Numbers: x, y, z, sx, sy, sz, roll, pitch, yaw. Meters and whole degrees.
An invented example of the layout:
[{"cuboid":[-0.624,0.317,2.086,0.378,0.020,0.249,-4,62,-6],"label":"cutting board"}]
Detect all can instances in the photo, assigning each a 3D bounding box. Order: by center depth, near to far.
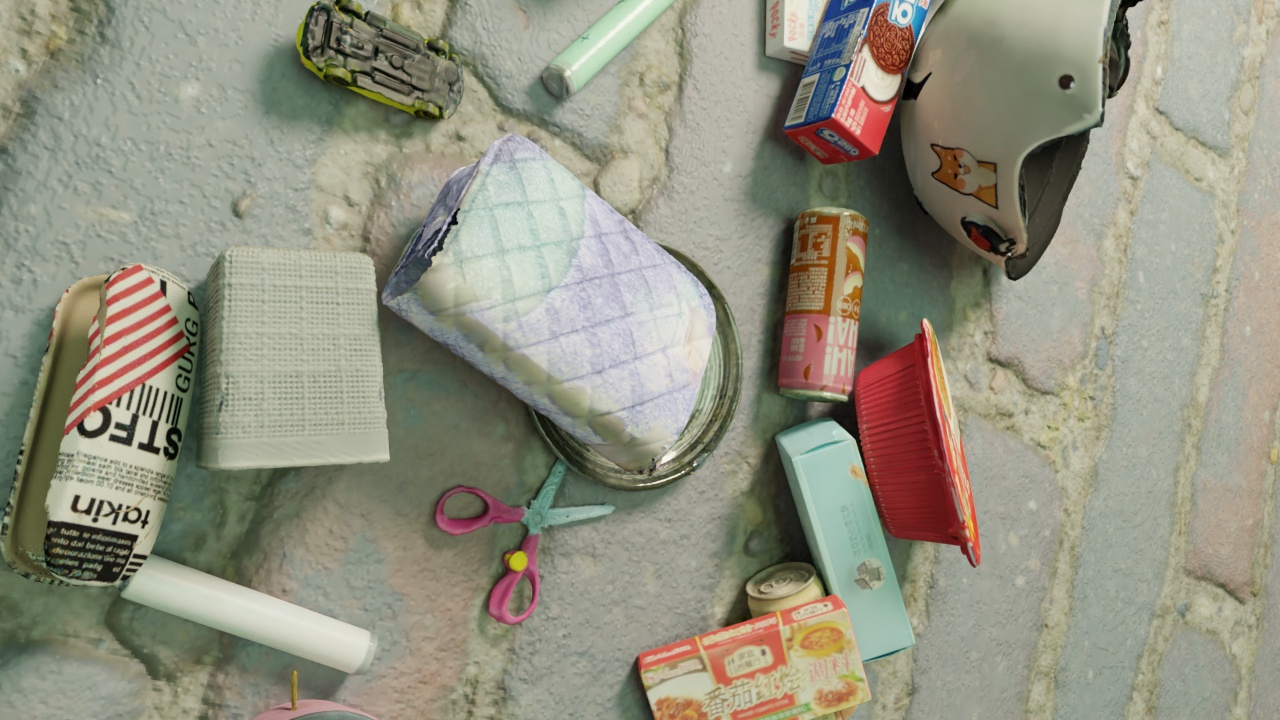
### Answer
[{"cuboid":[0.123,0.218,0.700,0.058,0.059,0.116,-24,101,-29],"label":"can"},{"cuboid":[0.142,-0.042,0.716,0.057,0.058,0.147,10,84,-30],"label":"can"}]

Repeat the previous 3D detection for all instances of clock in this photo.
[{"cuboid":[-0.179,0.265,0.523,0.117,0.060,0.158,-43,108,-25],"label":"clock"}]

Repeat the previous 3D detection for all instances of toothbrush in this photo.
[{"cuboid":[-0.249,0.127,0.503,0.221,0.026,0.027,30,99,-26],"label":"toothbrush"},{"cuboid":[0.010,-0.264,0.661,0.224,0.027,0.026,-49,125,-21],"label":"toothbrush"}]

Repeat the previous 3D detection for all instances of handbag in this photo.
[{"cuboid":[-0.047,-0.032,0.561,0.194,0.076,0.133,38,50,-25],"label":"handbag"}]

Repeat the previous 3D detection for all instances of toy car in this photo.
[{"cuboid":[-0.157,-0.180,0.560,0.105,0.032,0.048,12,83,-41],"label":"toy car"}]

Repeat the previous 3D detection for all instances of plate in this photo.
[{"cuboid":[-0.004,0.004,0.651,0.179,0.024,0.179,2,87,-29],"label":"plate"}]

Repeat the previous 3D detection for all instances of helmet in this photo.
[{"cuboid":[0.292,-0.206,0.733,0.157,0.274,0.229,29,67,20],"label":"helmet"}]

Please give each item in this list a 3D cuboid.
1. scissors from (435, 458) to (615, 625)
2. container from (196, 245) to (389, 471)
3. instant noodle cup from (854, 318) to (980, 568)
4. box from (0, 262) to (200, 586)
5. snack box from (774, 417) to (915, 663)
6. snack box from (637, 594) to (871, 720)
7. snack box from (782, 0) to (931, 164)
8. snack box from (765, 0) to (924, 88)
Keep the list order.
[{"cuboid":[-0.078,0.105,0.611,0.130,0.017,0.133,33,69,-23],"label":"scissors"},{"cuboid":[-0.192,0.000,0.503,0.090,0.090,0.114,0,86,-31],"label":"container"},{"cuboid":[0.214,0.067,0.716,0.193,0.066,0.194,-12,90,-68],"label":"instant noodle cup"},{"cuboid":[-0.278,0.033,0.473,0.075,0.083,0.163,34,54,-63],"label":"box"},{"cuboid":[0.155,0.135,0.703,0.051,0.074,0.175,-19,99,1],"label":"snack box"},{"cuboid":[0.081,0.226,0.655,0.153,0.025,0.075,-17,100,0],"label":"snack box"},{"cuboid":[0.177,-0.257,0.710,0.058,0.057,0.207,28,77,-31],"label":"snack box"},{"cuboid":[0.171,-0.282,0.756,0.156,0.027,0.084,2,89,-30],"label":"snack box"}]
